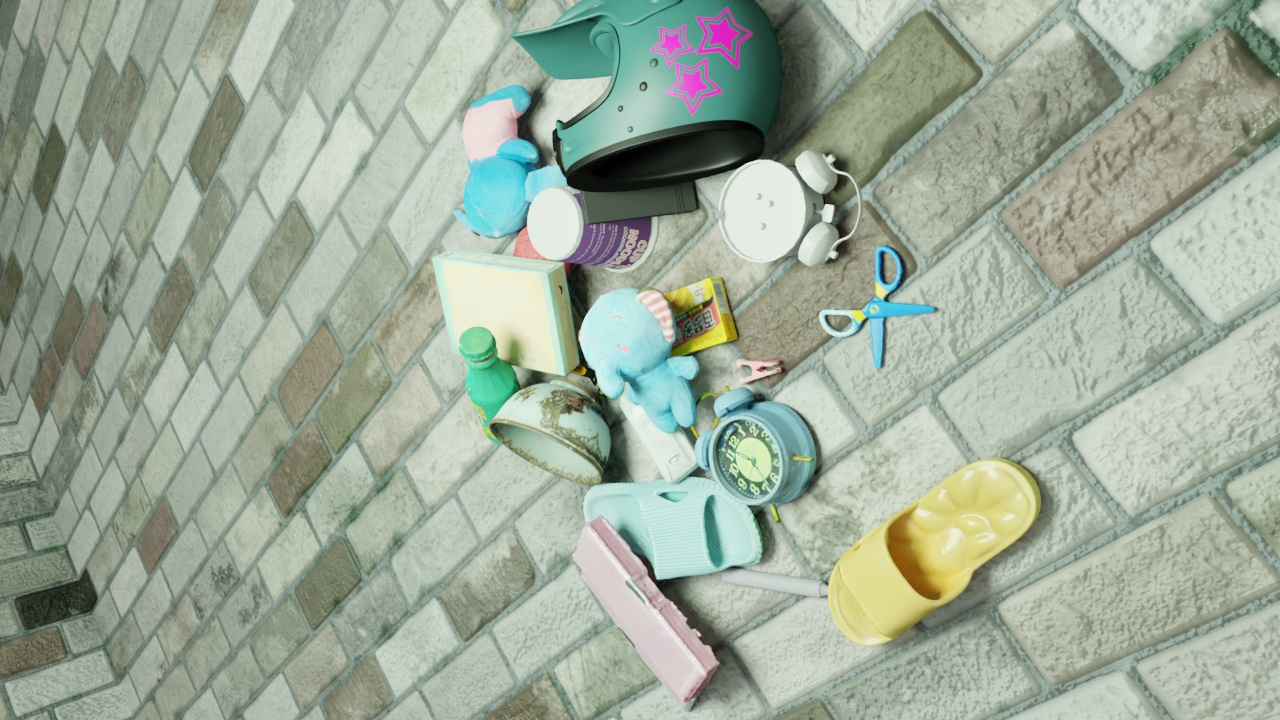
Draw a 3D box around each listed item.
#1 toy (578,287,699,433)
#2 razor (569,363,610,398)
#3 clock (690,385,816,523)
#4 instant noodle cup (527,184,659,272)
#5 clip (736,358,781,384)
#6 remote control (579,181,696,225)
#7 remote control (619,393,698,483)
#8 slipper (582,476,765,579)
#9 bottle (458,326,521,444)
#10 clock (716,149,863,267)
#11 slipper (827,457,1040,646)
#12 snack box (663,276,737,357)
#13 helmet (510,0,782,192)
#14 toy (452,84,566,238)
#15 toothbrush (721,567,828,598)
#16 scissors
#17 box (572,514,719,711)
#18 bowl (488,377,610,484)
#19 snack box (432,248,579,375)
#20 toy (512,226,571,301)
[{"bbox_3d":[-0.006,0.006,1.053,0.184,0.114,0.180,-27,88,50],"label":"toy"},{"bbox_3d":[-0.088,0.009,1.203,0.144,0.021,0.044,19,91,34],"label":"razor"},{"bbox_3d":[0.121,0.096,1.027,0.162,0.060,0.118,37,120,33],"label":"clock"},{"bbox_3d":[-0.069,-0.163,1.096,0.137,0.121,0.122,0,97,39],"label":"instant noodle cup"},{"bbox_3d":[0.130,0.005,1.031,0.060,0.023,0.045,-42,73,41],"label":"clip"},{"bbox_3d":[-0.003,-0.190,1.039,0.013,0.133,0.058,171,89,-70],"label":"remote control"},{"bbox_3d":[0.021,0.084,1.105,0.050,0.022,0.133,-40,60,12],"label":"remote control"},{"bbox_3d":[0.022,0.200,1.111,0.277,0.069,0.116,-4,100,40],"label":"slipper"},{"bbox_3d":[-0.192,0.032,1.189,0.068,0.068,0.210,41,158,26],"label":"bottle"},{"bbox_3d":[0.155,-0.157,0.958,0.159,0.061,0.120,2,98,39],"label":"clock"},{"bbox_3d":[0.274,0.193,0.904,0.264,0.078,0.099,-48,66,28],"label":"slipper"},{"bbox_3d":[0.040,-0.042,1.090,0.153,0.025,0.075,-18,86,39],"label":"snack box"},{"bbox_3d":[0.008,-0.299,0.959,0.275,0.176,0.200,-10,81,17],"label":"helmet"},{"bbox_3d":[-0.174,-0.255,1.182,0.225,0.098,0.191,-6,88,48],"label":"toy"},{"bbox_3d":[0.175,0.254,1.033,0.188,0.018,0.019,-1,106,39],"label":"toothbrush"},{"bbox_3d":[0.239,-0.054,0.937,0.127,0.013,0.125,2,97,43],"label":"scissors"},{"bbox_3d":[-0.005,0.323,1.136,0.232,0.040,0.180,47,147,25],"label":"box"},{"bbox_3d":[-0.101,0.079,1.165,0.160,0.160,0.093,8,61,38],"label":"bowl"},{"bbox_3d":[-0.175,-0.064,1.188,0.194,0.044,0.142,11,121,32],"label":"snack box"},{"bbox_3d":[-0.129,-0.116,1.193,0.092,0.062,0.133,26,123,39],"label":"toy"}]
